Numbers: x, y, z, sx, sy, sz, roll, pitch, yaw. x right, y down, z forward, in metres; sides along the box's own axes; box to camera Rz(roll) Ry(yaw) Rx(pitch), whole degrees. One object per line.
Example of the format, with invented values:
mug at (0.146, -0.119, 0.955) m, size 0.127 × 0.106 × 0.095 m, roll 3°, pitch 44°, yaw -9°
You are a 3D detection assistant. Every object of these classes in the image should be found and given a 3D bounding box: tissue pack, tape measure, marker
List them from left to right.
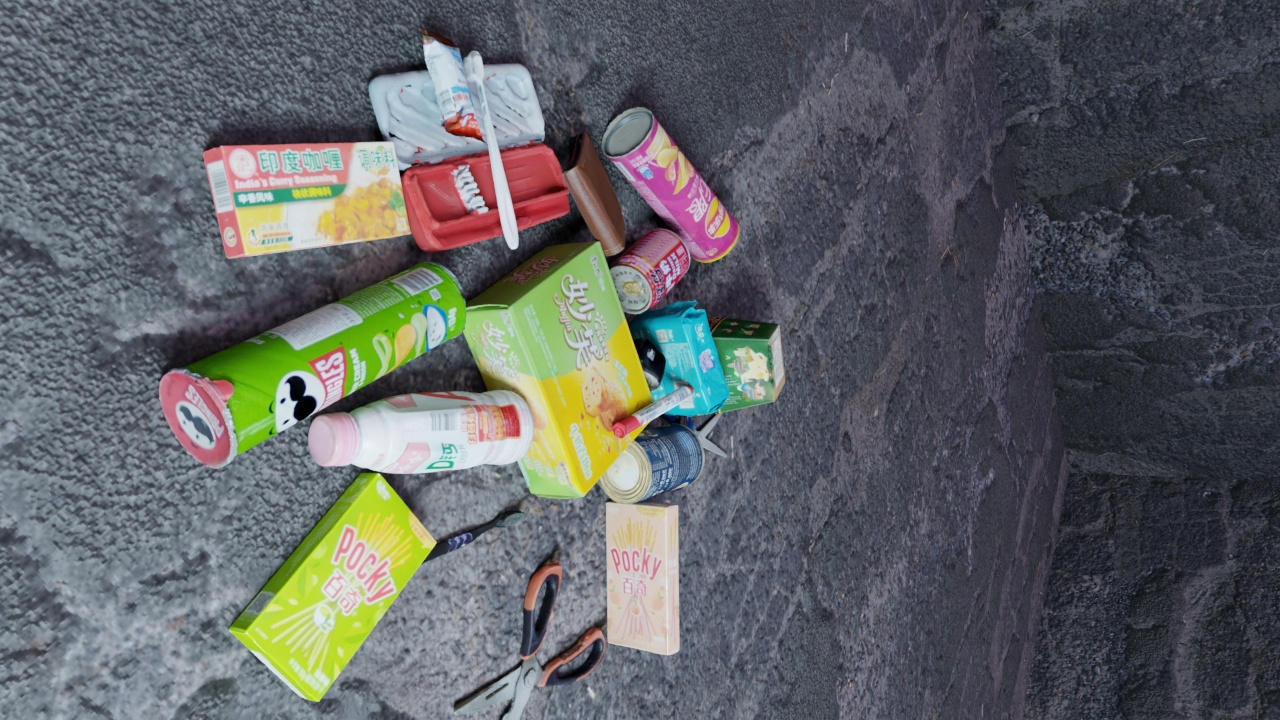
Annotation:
tape measure at (-0.006, 0.006, 1.009) m, size 0.066 × 0.066 × 0.033 m, roll 46°, pitch 51°, yaw -42°
marker at (0.016, 0.051, 0.961) m, size 0.144 × 0.017 × 0.017 m, roll -26°, pitch 109°, yaw -55°
tissue pack at (0.045, -0.001, 1.052) m, size 0.050 × 0.093 × 0.133 m, roll -28°, pitch 106°, yaw -41°

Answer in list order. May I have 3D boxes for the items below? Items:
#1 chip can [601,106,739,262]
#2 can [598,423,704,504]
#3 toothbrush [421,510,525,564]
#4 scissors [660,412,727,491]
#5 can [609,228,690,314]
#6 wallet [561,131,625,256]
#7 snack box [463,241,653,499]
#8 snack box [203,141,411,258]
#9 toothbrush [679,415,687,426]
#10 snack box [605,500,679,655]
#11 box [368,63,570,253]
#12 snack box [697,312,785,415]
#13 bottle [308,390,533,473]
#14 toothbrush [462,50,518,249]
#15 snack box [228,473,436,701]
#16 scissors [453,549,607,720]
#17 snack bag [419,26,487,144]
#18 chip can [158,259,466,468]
chip can at (0.039, -0.202, 1.077) m, size 0.210 × 0.072 × 0.071 m, roll 43°, pitch 55°, yaw -46°
can at (0.011, 0.114, 1.021) m, size 0.111 × 0.075 × 0.075 m, roll -7°, pitch 95°, yaw -55°
toothbrush at (-0.168, 0.164, 0.815) m, size 0.188 × 0.017 × 0.014 m, roll -16°, pitch 98°, yaw -53°
scissors at (0.066, 0.099, 1.156) m, size 0.174 × 0.012 × 0.162 m, roll 56°, pitch 44°, yaw -37°
can at (0.007, -0.100, 1.032) m, size 0.093 × 0.067 × 0.066 m, roll -47°, pitch 126°, yaw -45°
wallet at (-0.049, -0.172, 0.942) m, size 0.124 × 0.032 × 0.101 m, roll -92°, pitch 159°, yaw -60°
snack box at (-0.075, 0.007, 0.906) m, size 0.157 × 0.070 × 0.210 m, roll -45°, pitch 125°, yaw -47°
snack box at (-0.248, -0.125, 0.700) m, size 0.155 × 0.027 × 0.077 m, roll -21°, pitch 105°, yaw -54°
toothbrush at (0.053, 0.017, 1.124) m, size 0.015 × 0.018 × 0.181 m, roll 16°, pitch 71°, yaw -61°
snack box at (0.002, 0.233, 0.996) m, size 0.026 × 0.085 × 0.157 m, roll 0°, pitch 88°, yaw -52°
box at (-0.150, -0.190, 0.840) m, size 0.200 × 0.039 × 0.158 m, roll -29°, pitch 99°, yaw -51°
snack box at (0.120, 0.004, 1.132) m, size 0.117 × 0.106 × 0.118 m, roll -44°, pitch 130°, yaw -66°
bottle at (-0.178, 0.060, 0.763) m, size 0.196 × 0.068 × 0.068 m, roll -1°, pitch 89°, yaw -51°
toothbrush at (-0.133, -0.186, 0.818) m, size 0.016 × 0.016 × 0.180 m, roll -12°, pitch 89°, yaw -48°
snack box at (-0.231, 0.171, 0.709) m, size 0.086 × 0.026 × 0.156 m, roll 60°, pitch 44°, yaw -28°
scissors at (-0.101, 0.300, 0.907) m, size 0.189 × 0.015 × 0.225 m, roll 44°, pitch 55°, yaw -46°
snack bag at (-0.162, -0.235, 0.790) m, size 0.048 × 0.026 × 0.104 m, roll -5°, pitch 80°, yaw -59°
chip can at (-0.230, -0.007, 0.684) m, size 0.235 × 0.072 × 0.072 m, roll -37°, pitch 119°, yaw -50°
